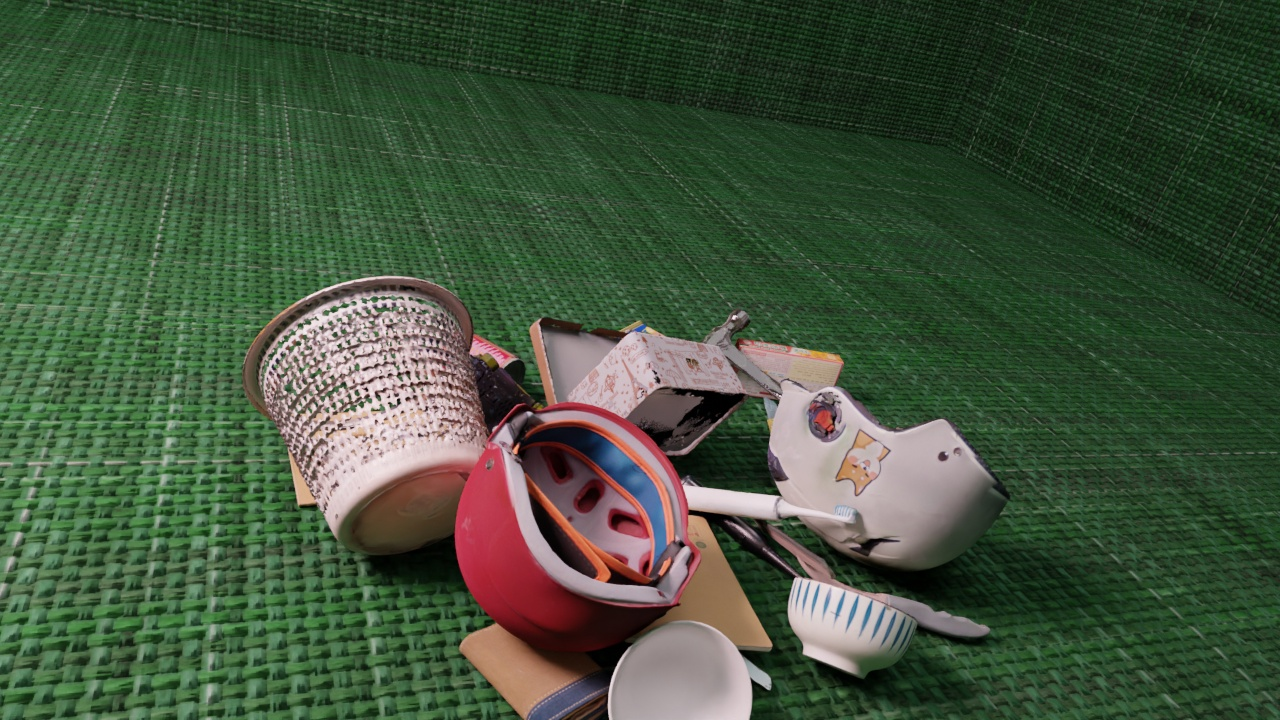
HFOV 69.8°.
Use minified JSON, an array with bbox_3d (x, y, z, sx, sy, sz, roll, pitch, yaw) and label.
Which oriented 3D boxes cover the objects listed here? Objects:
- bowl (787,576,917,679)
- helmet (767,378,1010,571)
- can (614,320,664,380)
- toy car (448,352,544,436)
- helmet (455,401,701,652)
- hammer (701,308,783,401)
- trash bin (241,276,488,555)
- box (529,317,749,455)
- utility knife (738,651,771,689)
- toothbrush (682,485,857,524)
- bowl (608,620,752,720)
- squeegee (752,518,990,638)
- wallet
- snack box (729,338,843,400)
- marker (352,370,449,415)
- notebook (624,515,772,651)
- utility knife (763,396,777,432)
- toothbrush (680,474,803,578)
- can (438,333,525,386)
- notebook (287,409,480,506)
[{"bbox_3d":[0.188,0.251,0.845,0.116,0.066,0.116,21,-16,6],"label":"bowl"},{"bbox_3d":[0.248,0.138,1.001,0.274,0.156,0.230,20,-11,35],"label":"helmet"},{"bbox_3d":[0.006,-0.004,1.277,0.083,0.057,0.101,29,31,21],"label":"can"},{"bbox_3d":[-0.163,0.055,1.056,0.158,0.042,0.070,43,70,14],"label":"toy car"},{"bbox_3d":[-0.064,0.149,0.792,0.207,0.144,0.239,40,22,-2],"label":"helmet"},{"bbox_3d":[0.209,0.065,1.203,0.323,0.032,0.126,39,66,17],"label":"hammer"},{"bbox_3d":[-0.236,0.065,0.865,0.227,0.228,0.192,-6,52,-35],"label":"trash bin"},{"bbox_3d":[-0.008,0.006,1.094,0.182,0.157,0.193,8,47,-48],"label":"box"},{"bbox_3d":[0.039,0.243,0.859,0.204,0.018,0.034,30,23,29],"label":"utility knife"},{"bbox_3d":[0.121,0.153,0.966,0.221,0.026,0.026,2,-14,34],"label":"toothbrush"},{"bbox_3d":[0.023,0.268,0.741,0.118,0.118,0.065,6,-10,-16],"label":"bowl"},{"bbox_3d":[0.242,0.238,0.929,0.249,0.040,0.248,25,-4,-7],"label":"squeegee"},{"bbox_3d":[-0.082,0.258,0.760,0.115,0.033,0.090,33,29,34],"label":"wallet"},{"bbox_3d":[0.203,0.019,1.307,0.155,0.077,0.027,9,28,-10],"label":"snack box"},{"bbox_3d":[-0.281,0.037,1.070,0.132,0.022,0.020,16,58,22],"label":"marker"},{"bbox_3d":[0.028,0.207,0.901,0.147,0.008,0.207,10,23,-20],"label":"notebook"},{"bbox_3d":[0.182,0.104,1.211,0.031,0.021,0.206,17,22,-9],"label":"utility knife"},{"bbox_3d":[0.118,0.192,0.990,0.027,0.026,0.213,0,29,-47],"label":"toothbrush"},{"bbox_3d":[-0.199,0.008,1.137,0.094,0.067,0.066,27,30,23],"label":"can"},{"bbox_3d":[-0.267,0.100,0.991,0.211,0.012,0.149,-1,32,-28],"label":"notebook"}]
